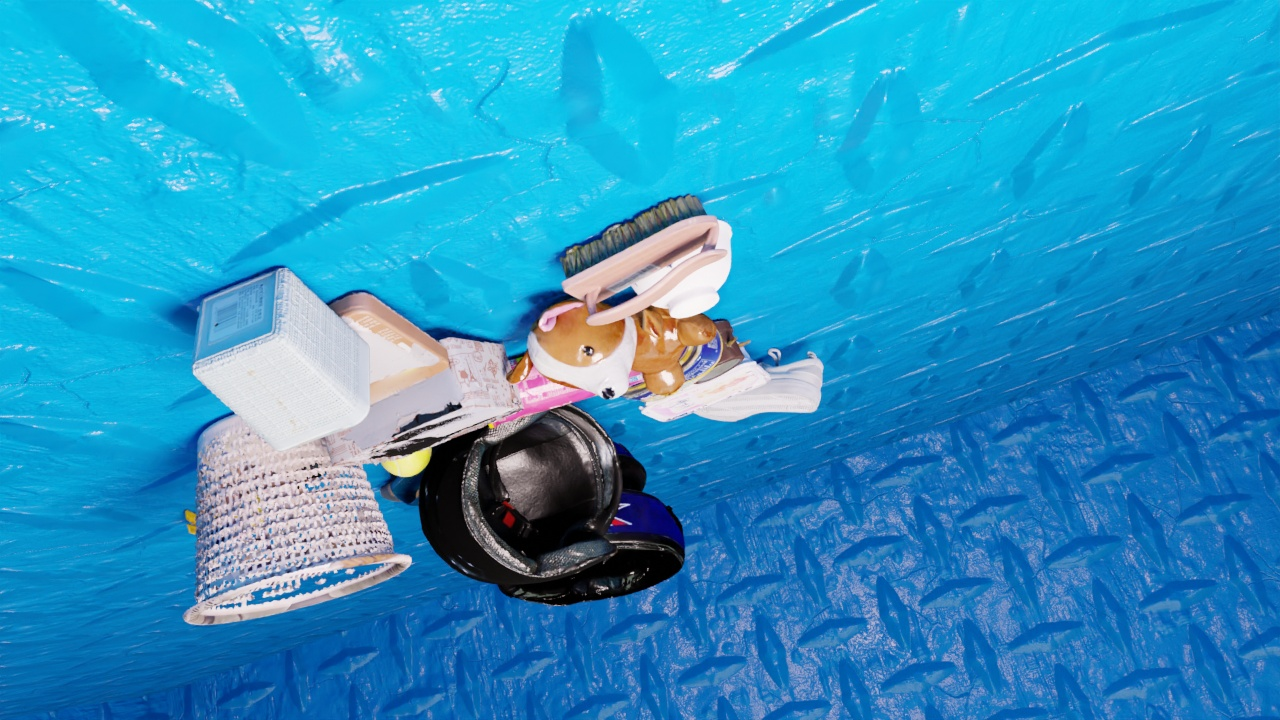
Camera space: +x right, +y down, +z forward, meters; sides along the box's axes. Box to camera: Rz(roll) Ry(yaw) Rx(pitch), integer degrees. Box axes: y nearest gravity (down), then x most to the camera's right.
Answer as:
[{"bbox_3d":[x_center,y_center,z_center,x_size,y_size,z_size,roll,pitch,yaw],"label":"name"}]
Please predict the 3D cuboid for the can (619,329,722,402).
[{"bbox_3d":[0.028,0.000,1.126,0.148,0.074,0.049,-29,157,31],"label":"can"}]

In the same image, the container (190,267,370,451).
[{"bbox_3d":[-0.279,-0.003,0.715,0.090,0.090,0.111,-19,141,6],"label":"container"}]

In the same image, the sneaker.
[{"bbox_3d":[0.171,0.034,1.404,0.243,0.090,0.089,-9,144,42],"label":"sneaker"}]

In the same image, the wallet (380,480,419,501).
[{"bbox_3d":[-0.330,0.182,1.413,0.115,0.033,0.090,-29,160,23],"label":"wallet"}]

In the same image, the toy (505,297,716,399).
[{"bbox_3d":[-0.031,-0.012,0.950,0.199,0.130,0.140,3,137,-29],"label":"toy"}]

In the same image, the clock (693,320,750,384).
[{"bbox_3d":[0.078,-0.003,1.179,0.122,0.055,0.082,-32,166,20],"label":"clock"}]

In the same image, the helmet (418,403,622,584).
[{"bbox_3d":[-0.151,0.169,1.194,0.231,0.233,0.274,-20,180,35],"label":"helmet"}]

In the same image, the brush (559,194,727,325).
[{"bbox_3d":[0.005,-0.088,0.813,0.146,0.073,0.063,-25,162,17],"label":"brush"}]

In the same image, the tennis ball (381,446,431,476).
[{"bbox_3d":[-0.297,0.114,1.159,0.065,0.065,0.065,-17,164,-5],"label":"tennis ball"}]

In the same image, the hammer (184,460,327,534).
[{"bbox_3d":[-0.489,0.176,1.215,0.302,0.033,0.128,-28,162,31],"label":"hammer"}]

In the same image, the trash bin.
[{"bbox_3d":[-0.379,0.157,0.982,0.227,0.192,0.228,-17,164,-5],"label":"trash bin"}]

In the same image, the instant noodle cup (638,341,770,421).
[{"bbox_3d":[0.086,0.025,1.291,0.174,0.060,0.138,-21,164,14],"label":"instant noodle cup"}]

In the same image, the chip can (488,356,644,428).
[{"bbox_3d":[-0.081,0.015,1.057,0.210,0.071,0.071,-16,164,-9],"label":"chip can"}]

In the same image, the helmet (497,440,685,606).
[{"bbox_3d":[-0.096,0.228,1.420,0.315,0.240,0.247,-10,144,6],"label":"helmet"}]

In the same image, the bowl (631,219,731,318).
[{"bbox_3d":[0.042,-0.080,0.891,0.118,0.064,0.118,-16,164,-5],"label":"bowl"}]

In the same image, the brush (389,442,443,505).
[{"bbox_3d":[-0.314,0.166,1.299,0.055,0.073,0.144,-1,157,-35],"label":"brush"}]

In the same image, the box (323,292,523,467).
[{"bbox_3d":[-0.255,0.027,0.893,0.179,0.105,0.260,-22,169,16],"label":"box"}]
